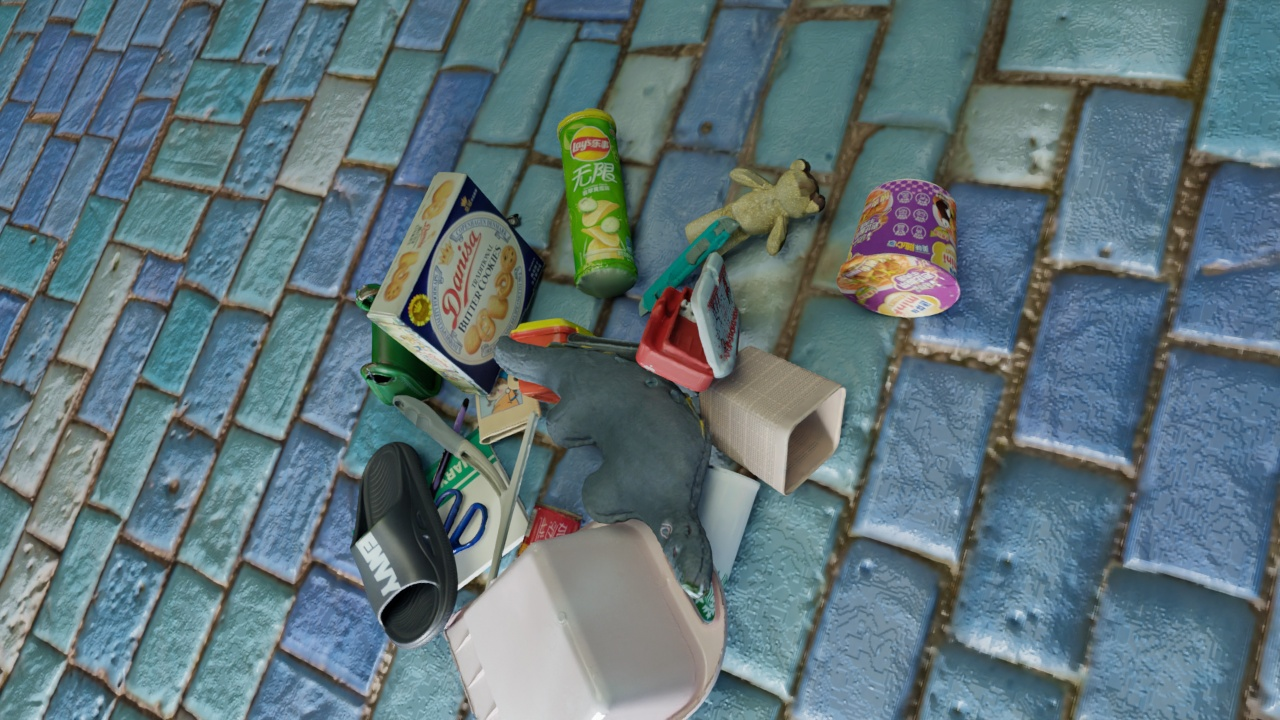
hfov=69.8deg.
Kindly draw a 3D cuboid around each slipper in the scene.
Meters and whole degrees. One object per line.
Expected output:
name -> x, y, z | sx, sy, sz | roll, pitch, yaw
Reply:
slipper -> -0.278, 0.192, 0.997 | 0.111, 0.083, 0.268 | -44, 46, 18

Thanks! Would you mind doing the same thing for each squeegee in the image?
squeegee -> -0.195, 0.102, 0.996 | 0.246, 0.039, 0.247 | 36, 121, 37

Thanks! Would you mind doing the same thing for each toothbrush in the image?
toothbrush -> -0.231, -0.137, 1.162 | 0.190, 0.014, 0.016 | -27, 86, 16
toothbrush -> -0.233, 0.132, 1.056 | 0.017, 0.014, 0.188 | 7, 74, 43

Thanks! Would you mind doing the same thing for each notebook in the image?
notebook -> -0.230, 0.194, 1.047 | 0.209, 0.012, 0.150 | -39, 59, 9

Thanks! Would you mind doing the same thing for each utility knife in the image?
utility knife -> 0.047, -0.100, 0.984 | 0.162, 0.013, 0.029 | -44, 60, 32

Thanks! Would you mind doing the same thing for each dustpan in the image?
dustpan -> -0.047, 0.275, 0.859 | 0.274, 0.138, 0.222 | -54, 52, 37

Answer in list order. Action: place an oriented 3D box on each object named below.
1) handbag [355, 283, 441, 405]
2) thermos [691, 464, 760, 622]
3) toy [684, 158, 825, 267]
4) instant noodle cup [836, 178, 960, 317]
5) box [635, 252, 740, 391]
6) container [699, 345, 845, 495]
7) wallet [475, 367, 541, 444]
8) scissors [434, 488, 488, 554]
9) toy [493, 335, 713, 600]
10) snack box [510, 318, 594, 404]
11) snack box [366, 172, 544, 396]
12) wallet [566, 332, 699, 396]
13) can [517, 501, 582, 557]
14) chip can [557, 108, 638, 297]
handbag -> -0.292, -0.017, 1.088 | 0.068, 0.120, 0.131 | -14, 65, 15
thermos -> 0.050, 0.213, 0.870 | 0.073, 0.073, 0.224 | 14, 80, 29
toy -> 0.118, -0.151, 0.973 | 0.157, 0.066, 0.105 | -26, 72, 23
instant noodle cup -> 0.250, -0.109, 0.868 | 0.112, 0.111, 0.099 | 5, 66, 27
box -> 0.063, -0.048, 0.879 | 0.094, 0.201, 0.092 | 26, 111, 0
container -> 0.120, 0.051, 0.869 | 0.111, 0.090, 0.089 | 30, 50, 34
wallet -> -0.153, 0.031, 1.058 | 0.087, 0.024, 0.115 | -23, 57, 20
scissors -> -0.219, 0.228, 1.014 | 0.128, 0.012, 0.173 | -7, 70, 24
toy -> -0.011, 0.072, 0.867 | 0.137, 0.092, 0.356 | -23, 50, -21
snack box -> -0.094, 0.003, 1.003 | 0.082, 0.091, 0.080 | -7, 77, 24
snack box -> -0.194, -0.080, 1.010 | 0.046, 0.182, 0.177 | 8, 67, 29
wallet -> -0.006, 0.006, 0.952 | 0.121, 0.097, 0.019 | 7, 65, 28
can -> -0.104, 0.217, 0.952 | 0.053, 0.053, 0.132 | 11, 77, 28
chip can -> -0.050, -0.179, 1.054 | 0.073, 0.072, 0.221 | -16, 66, 20
